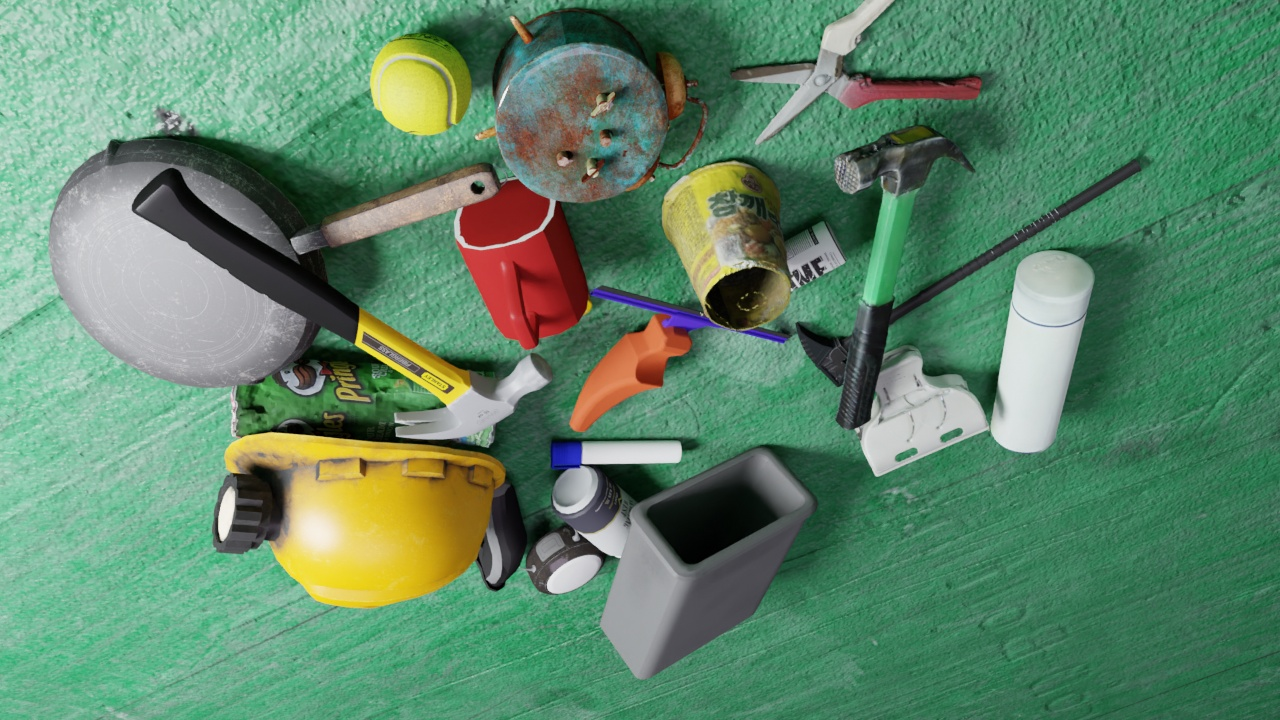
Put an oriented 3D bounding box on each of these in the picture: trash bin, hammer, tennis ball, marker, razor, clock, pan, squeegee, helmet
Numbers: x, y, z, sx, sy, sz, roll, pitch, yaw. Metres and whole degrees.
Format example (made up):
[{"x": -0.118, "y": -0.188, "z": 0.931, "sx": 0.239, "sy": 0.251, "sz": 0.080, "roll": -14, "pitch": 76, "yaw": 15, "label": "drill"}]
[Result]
[{"x": 0.067, "y": 0.221, "z": 0.994, "sx": 0.191, "sy": 0.097, "sz": 0.220, "roll": -21, "pitch": 144, "yaw": -31, "label": "trash bin"}, {"x": -0.214, "y": -0.029, "z": 0.675, "sx": 0.127, "sy": 0.029, "sz": 0.323, "roll": -36, "pitch": 134, "yaw": 17, "label": "hammer"}, {"x": -0.145, "y": -0.183, "z": 0.610, "sx": 0.065, "sy": 0.065, "sz": 0.065, "roll": -6, "pitch": 135, "yaw": -6, "label": "tennis ball"}, {"x": 0.293, "y": -0.085, "z": 0.834, "sx": 0.326, "sy": 0.015, "sz": 0.095, "roll": -34, "pitch": 131, "yaw": 21, "label": "hammer"}, {"x": -0.025, "y": 0.096, "z": 0.944, "sx": 0.133, "sy": 0.023, "sz": 0.027, "roll": 1, "pitch": 93, "yaw": -12, "label": "marker"}, {"x": 0.207, "y": -0.056, "z": 0.796, "sx": 0.130, "sy": 0.032, "sz": 0.319, "roll": -24, "pitch": 138, "yaw": -22, "label": "hammer"}, {"x": -0.150, "y": 0.184, "z": 0.992, "sx": 0.060, "sy": 0.057, "sz": 0.157, "roll": 25, "pitch": 133, "yaw": 9, "label": "razor"}, {"x": -0.080, "y": 0.229, "z": 1.038, "sx": 0.091, "sy": 0.043, "sz": 0.123, "roll": -35, "pitch": 144, "yaw": 1, "label": "clock"}, {"x": -0.265, "y": -0.080, "z": 0.668, "sx": 0.357, "sy": 0.040, "sz": 0.208, "roll": -15, "pitch": 120, "yaw": 11, "label": "pan"}, {"x": -0.005, "y": 0.005, "z": 0.836, "sx": 0.249, "sy": 0.055, "sz": 0.185, "roll": 11, "pitch": 134, "yaw": -45, "label": "squeegee"}, {"x": -0.027, "y": -0.170, "z": 0.643, "sx": 0.157, "sy": 0.073, "sz": 0.122, "roll": 10, "pitch": 132, "yaw": -21, "label": "clock"}, {"x": -0.246, "y": 0.156, "z": 0.832, "sx": 0.255, "sy": 0.131, "sz": 0.206, "roll": 14, "pitch": 153, "yaw": -37, "label": "helmet"}]

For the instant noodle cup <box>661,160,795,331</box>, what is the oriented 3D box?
[{"x": 0.072, "y": -0.086, "z": 0.721, "sx": 0.102, "sy": 0.108, "sz": 0.102, "roll": -6, "pitch": 138, "yaw": -6, "label": "instant noodle cup"}]

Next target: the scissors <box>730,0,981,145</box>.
[{"x": 0.168, "y": -0.229, "z": 0.663, "sx": 0.199, "sy": 0.015, "sz": 0.180, "roll": 2, "pitch": 135, "yaw": -12, "label": "scissors"}]

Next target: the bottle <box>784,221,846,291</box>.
[{"x": 0.116, "y": -0.075, "z": 0.789, "sx": 0.116, "sy": 0.041, "sz": 0.041, "roll": -28, "pitch": 133, "yaw": 16, "label": "bottle"}]

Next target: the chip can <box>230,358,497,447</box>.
[{"x": -0.237, "y": 0.038, "z": 0.809, "sx": 0.223, "sy": 0.075, "sz": 0.076, "roll": 4, "pitch": 134, "yaw": -15, "label": "chip can"}]

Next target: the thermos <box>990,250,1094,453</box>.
[{"x": 0.390, "y": -0.002, "z": 0.900, "sx": 0.068, "sy": 0.067, "sz": 0.230, "roll": -12, "pitch": 136, "yaw": 1, "label": "thermos"}]

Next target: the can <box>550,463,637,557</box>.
[{"x": -0.038, "y": 0.164, "z": 0.982, "sx": 0.064, "sy": 0.064, "sz": 0.127, "roll": -28, "pitch": 133, "yaw": 16, "label": "can"}]

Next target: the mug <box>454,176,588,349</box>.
[{"x": -0.089, "y": -0.067, "z": 0.701, "sx": 0.080, "sy": 0.116, "sz": 0.097, "roll": -11, "pitch": 136, "yaw": 7, "label": "mug"}]

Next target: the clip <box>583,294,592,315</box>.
[{"x": -0.069, "y": -0.051, "z": 0.794, "sx": 0.046, "sy": 0.048, "sz": 0.054, "roll": 34, "pitch": 131, "yaw": 15, "label": "clip"}]

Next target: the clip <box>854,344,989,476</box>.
[{"x": 0.279, "y": 0.057, "z": 0.931, "sx": 0.127, "sy": 0.110, "sz": 0.151, "roll": -26, "pitch": 144, "yaw": 11, "label": "clip"}]
